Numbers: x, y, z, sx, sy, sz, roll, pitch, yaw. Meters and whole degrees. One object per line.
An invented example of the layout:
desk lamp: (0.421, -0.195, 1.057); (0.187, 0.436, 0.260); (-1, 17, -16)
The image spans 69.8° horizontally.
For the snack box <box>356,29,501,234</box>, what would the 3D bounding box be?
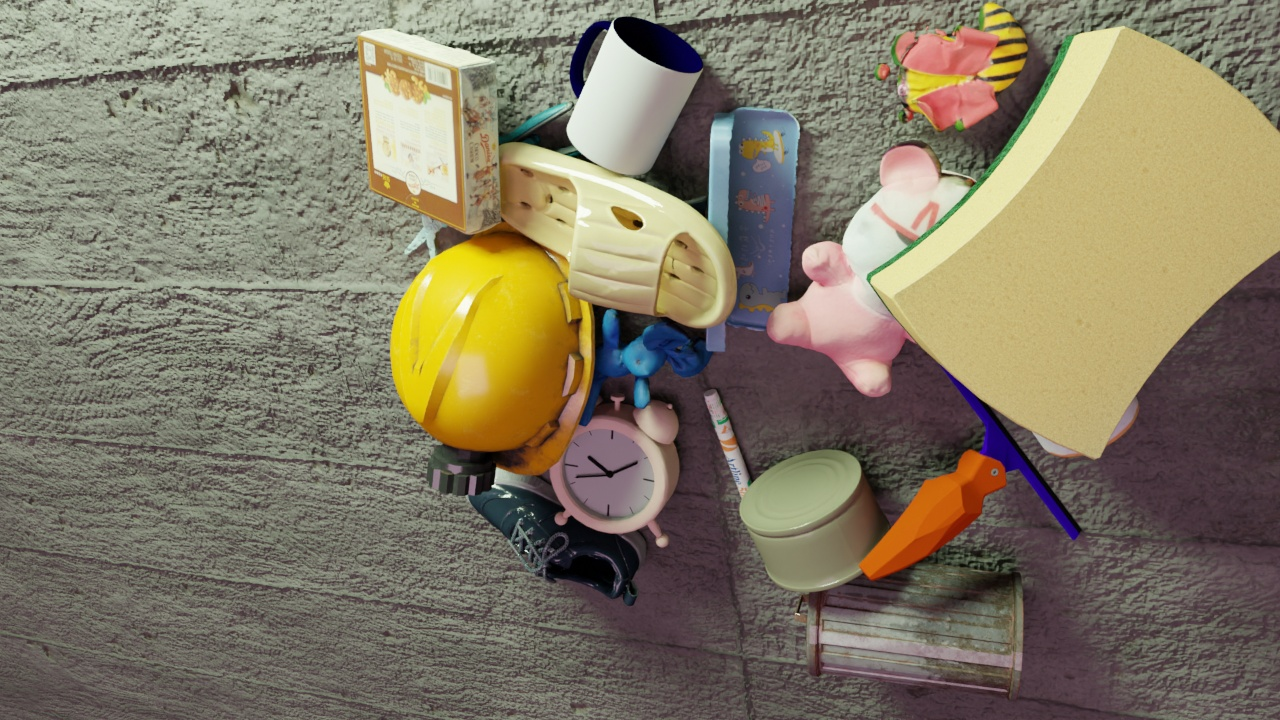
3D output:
snack box: (-0.186, -0.202, 0.806); (0.143, 0.041, 0.147); (26, 127, 33)

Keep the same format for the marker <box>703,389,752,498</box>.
marker: (0.094, 0.093, 0.943); (0.017, 0.017, 0.145); (-9, 118, 26)

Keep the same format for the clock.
clock: (-0.024, 0.108, 0.972); (0.131, 0.086, 0.161); (9, 115, 17)

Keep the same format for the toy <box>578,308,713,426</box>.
toy: (-0.005, 0.005, 0.879); (0.177, 0.071, 0.112); (-29, 141, 34)

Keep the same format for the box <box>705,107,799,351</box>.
box: (0.096, -0.107, 0.786); (0.079, 0.072, 0.211); (2, 122, 4)

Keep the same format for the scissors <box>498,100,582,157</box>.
scissors: (-0.108, -0.194, 0.832); (0.131, 0.019, 0.150); (26, 129, 7)

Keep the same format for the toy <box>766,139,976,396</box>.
toy: (0.207, -0.072, 0.749); (0.142, 0.084, 0.214); (31, 129, -1)

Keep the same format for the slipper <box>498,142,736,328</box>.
slipper: (-0.042, -0.104, 0.772); (0.261, 0.079, 0.112); (30, 134, 21)

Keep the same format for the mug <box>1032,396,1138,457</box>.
mug: (0.343, 0.014, 0.753); (0.082, 0.082, 0.105); (-31, 106, 34)

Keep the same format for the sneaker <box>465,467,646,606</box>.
sneaker: (-0.104, 0.204, 1.050); (0.235, 0.087, 0.089); (23, 127, 5)

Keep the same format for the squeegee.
squeegee: (0.273, 0.132, 0.826); (0.185, 0.055, 0.249); (-41, 104, 0)

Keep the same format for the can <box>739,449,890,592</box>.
can: (0.167, 0.152, 0.885); (0.128, 0.127, 0.073); (-17, 113, 29)

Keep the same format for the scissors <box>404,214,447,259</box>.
scissors: (-0.195, -0.141, 0.903); (0.120, 0.015, 0.139); (15, 130, 22)

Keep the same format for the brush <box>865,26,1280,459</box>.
brush: (0.311, -0.079, 0.644); (0.195, 0.075, 0.250); (36, 103, -9)

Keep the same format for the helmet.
helmet: (-0.161, 0.000, 0.859); (0.205, 0.131, 0.256); (19, 109, 31)

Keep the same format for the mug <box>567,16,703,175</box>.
mug: (-0.016, -0.224, 0.747); (0.112, 0.078, 0.097); (49, 131, 22)

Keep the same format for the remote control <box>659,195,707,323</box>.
remote control: (0.037, -0.088, 0.816); (0.033, 0.015, 0.147); (-16, 143, -17)

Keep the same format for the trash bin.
trash bin: (0.263, 0.261, 0.919); (0.211, 0.130, 0.131); (3, 123, 18)

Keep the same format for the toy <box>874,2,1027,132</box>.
toy: (0.230, -0.212, 0.673); (0.104, 0.046, 0.084); (-25, 97, 28)
